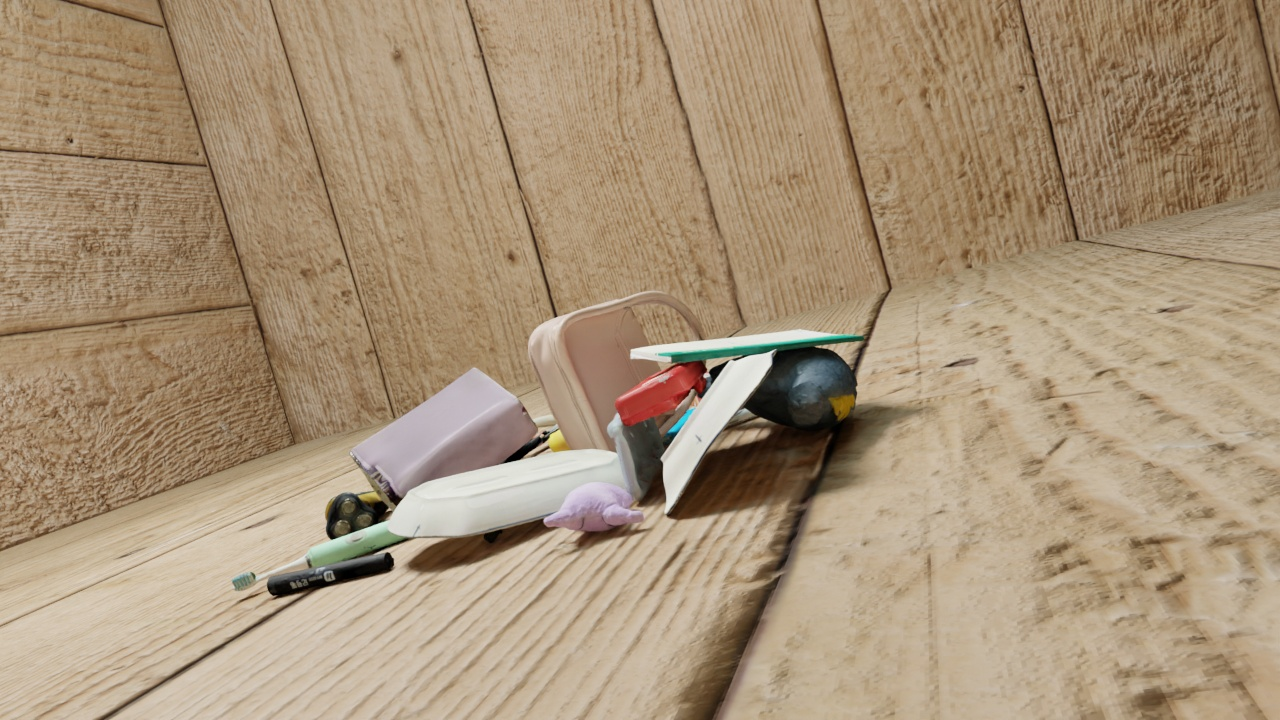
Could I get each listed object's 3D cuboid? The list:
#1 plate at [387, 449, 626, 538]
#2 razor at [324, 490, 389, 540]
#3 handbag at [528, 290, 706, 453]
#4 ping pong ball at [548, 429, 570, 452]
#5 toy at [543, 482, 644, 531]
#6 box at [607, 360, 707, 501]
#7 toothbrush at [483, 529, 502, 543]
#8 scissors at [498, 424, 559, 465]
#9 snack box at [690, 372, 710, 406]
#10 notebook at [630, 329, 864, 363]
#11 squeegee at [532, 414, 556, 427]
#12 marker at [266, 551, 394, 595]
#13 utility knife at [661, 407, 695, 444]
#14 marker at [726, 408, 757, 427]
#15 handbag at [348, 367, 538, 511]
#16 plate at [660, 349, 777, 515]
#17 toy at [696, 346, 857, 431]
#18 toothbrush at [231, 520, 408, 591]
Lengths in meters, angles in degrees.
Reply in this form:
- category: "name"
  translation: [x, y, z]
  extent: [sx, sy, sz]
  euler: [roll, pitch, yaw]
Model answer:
- category: "plate"
  translation: [-0.124, 0.129, 0.932]
  extent: [0.265, 0.034, 0.162]
  euler: [-10, 5, -30]
- category: "razor"
  translation: [-0.352, 0.192, 1.173]
  extent: [0.067, 0.062, 0.167]
  euler: [14, -1, 1]
- category: "handbag"
  translation: [-0.007, 0.007, 1.123]
  extent: [0.233, 0.193, 0.094]
  euler: [-30, 11, -30]
- category: "ping pong ball"
  translation: [-0.110, 0.115, 1.300]
  extent: [0.040, 0.040, 0.040]
  euler: [-16, 4, 1]
- category: "toy"
  translation: [-0.037, 0.129, 0.812]
  extent: [0.084, 0.039, 0.108]
  euler: [-1, 0, 2]
- category: "box"
  translation: [0.026, 0.065, 0.941]
  extent: [0.112, 0.099, 0.201]
  euler: [-27, 1, 10]
- category: "toothbrush"
  translation: [-0.170, 0.164, 0.963]
  extent: [0.027, 0.026, 0.213]
  euler: [-52, 14, -12]
- category: "scissors"
  translation: [-0.154, 0.114, 1.222]
  extent: [0.220, 0.021, 0.231]
  euler: [-38, 4, -41]
- category: "snack box"
  translation: [0.126, 0.038, 1.277]
  extent: [0.113, 0.044, 0.127]
  euler: [-5, 2, -9]
- category: "notebook"
  translation: [0.108, -0.015, 0.976]
  extent: [0.209, 0.012, 0.150]
  euler: [-7, 5, -15]
- category: "squeegee"
  translation: [-0.129, 0.102, 1.435]
  extent: [0.246, 0.039, 0.247]
  euler: [-12, -9, -30]
- category: "marker"
  translation: [-0.304, 0.208, 0.899]
  extent: [0.132, 0.020, 0.022]
  euler: [-15, -13, 12]
- category: "utility knife"
  translation: [0.041, 0.092, 1.187]
  extent: [0.034, 0.018, 0.209]
  euler: [-14, 6, 20]
- category: "marker"
  translation: [0.119, 0.073, 1.154]
  extent: [0.145, 0.017, 0.017]
  euler: [-18, 4, -25]
- category: "handbag"
  translation: [-0.242, 0.110, 1.151]
  extent: [0.196, 0.098, 0.145]
  euler: [-37, 28, -20]
- category: "plate"
  translation: [0.063, 0.053, 0.828]
  extent: [0.164, 0.034, 0.163]
  euler: [-55, -5, 12]
- category: "toy"
  translation: [0.155, 0.031, 0.989]
  extent: [0.137, 0.091, 0.357]
  euler: [-8, 3, -14]
- category: "toothbrush"
  translation: [-0.322, 0.203, 0.988]
  extent: [0.224, 0.027, 0.026]
  euler: [-17, 41, -24]
